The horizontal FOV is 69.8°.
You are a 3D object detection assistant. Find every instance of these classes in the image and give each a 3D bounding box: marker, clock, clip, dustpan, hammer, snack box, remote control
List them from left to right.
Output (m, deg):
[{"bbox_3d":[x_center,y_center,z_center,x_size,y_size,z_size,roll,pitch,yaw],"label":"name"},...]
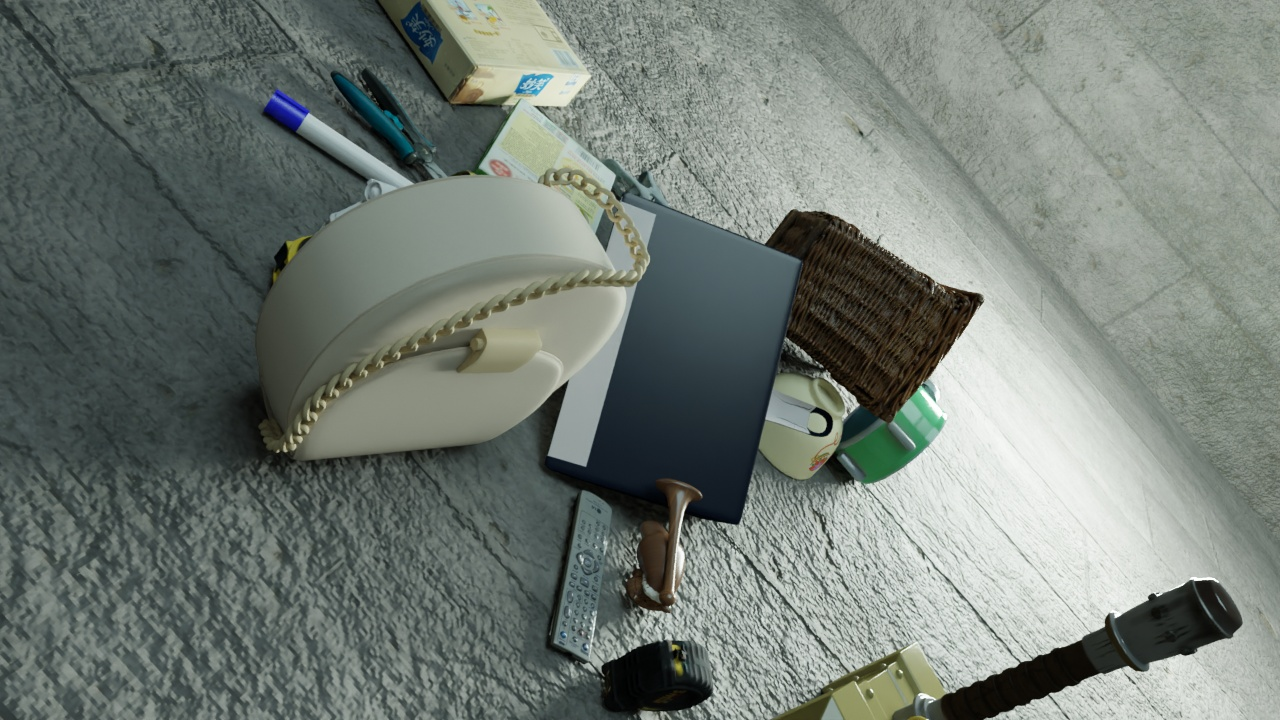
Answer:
[{"bbox_3d":[-0.237,-0.169,0.749,0.141,0.020,0.020,33,36,-25],"label":"marker"},{"bbox_3d":[-0.177,-0.127,0.757,0.020,0.017,0.133,65,21,12],"label":"marker"},{"bbox_3d":[-0.166,-0.351,0.990,0.153,0.055,0.206,55,33,8],"label":"snack box"},{"bbox_3d":[-0.095,-0.186,0.935,0.132,0.027,0.167,37,35,-18],"label":"snack box"},{"bbox_3d":[-0.042,0.152,0.666,0.033,0.013,0.136,36,35,-22],"label":"remote control"},{"bbox_3d":[0.026,-0.163,1.047,0.107,0.028,0.163,4,47,-52],"label":"clip"},{"bbox_3d":[0.067,0.018,0.799,0.273,0.080,0.236,19,78,-16],"label":"dustpan"},{"bbox_3d":[0.289,0.073,1.051,0.075,0.122,0.161,48,36,-1],"label":"clock"},{"bbox_3d":[0.257,0.236,0.653,0.189,0.326,0.100,-1,58,-51],"label":"hammer"}]

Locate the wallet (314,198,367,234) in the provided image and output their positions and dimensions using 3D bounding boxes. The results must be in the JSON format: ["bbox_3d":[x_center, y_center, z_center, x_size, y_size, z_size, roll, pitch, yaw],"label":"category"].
[{"bbox_3d":[-0.185,-0.077,0.709,0.116,0.032,0.086,44,30,-10],"label":"wallet"}]

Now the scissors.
[{"bbox_3d":[-0.217,-0.205,0.812,0.149,0.019,0.122,30,33,-38],"label":"scissors"}]

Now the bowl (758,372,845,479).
[{"bbox_3d":[0.174,0.057,0.972,0.118,0.074,0.117,31,37,-27],"label":"bowl"}]

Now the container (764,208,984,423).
[{"bbox_3d":[0.223,-0.068,1.025,0.183,0.162,0.249,35,8,-9],"label":"container"}]

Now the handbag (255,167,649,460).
[{"bbox_3d":[-0.121,-0.025,0.567,0.210,0.209,0.103,0,54,-51],"label":"handbag"}]

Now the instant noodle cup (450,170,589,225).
[{"bbox_3d":[-0.112,-0.103,0.752,0.108,0.102,0.102,23,41,-41],"label":"instant noodle cup"}]

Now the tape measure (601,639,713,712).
[{"bbox_3d":[0.018,0.214,0.626,0.062,0.067,0.038,25,40,-35],"label":"tape measure"}]

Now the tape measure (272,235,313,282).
[{"bbox_3d":[-0.218,-0.053,0.636,0.071,0.042,0.072,10,47,-41],"label":"tape measure"}]

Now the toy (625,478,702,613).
[{"bbox_3d":[0.017,0.147,0.702,0.041,0.055,0.101,22,47,-15],"label":"toy"}]
